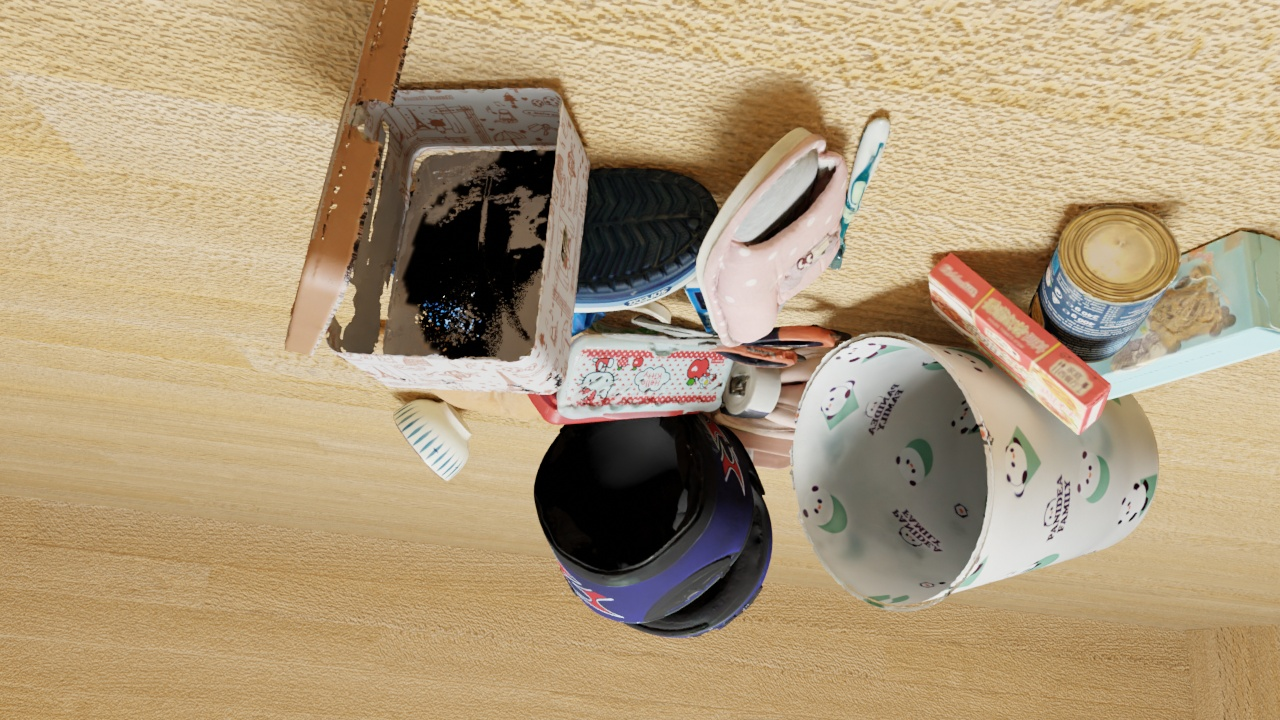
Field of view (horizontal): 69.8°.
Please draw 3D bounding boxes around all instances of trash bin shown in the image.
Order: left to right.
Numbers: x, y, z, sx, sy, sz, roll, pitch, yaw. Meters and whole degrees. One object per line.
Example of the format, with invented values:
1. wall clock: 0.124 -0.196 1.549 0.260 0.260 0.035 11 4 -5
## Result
1. trash bin: 0.304 0.091 0.822 0.251 0.229 0.230 0 166 -30

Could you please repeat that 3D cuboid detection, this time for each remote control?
1. remote control: 0.074 -0.048 0.807 0.049 0.024 0.125 0 161 16

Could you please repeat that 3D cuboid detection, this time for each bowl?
1. bowl: -0.268 0.096 1.222 0.066 0.116 0.116 -39 159 -6

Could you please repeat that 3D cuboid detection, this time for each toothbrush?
1. toothbrush: 0.146 -0.107 0.629 0.016 0.018 0.192 4 161 4

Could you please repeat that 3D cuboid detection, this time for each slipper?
1. slipper: -0.067 -0.072 0.658 0.253 0.105 0.095 2 156 15
2. slipper: 0.094 -0.066 0.639 0.054 0.114 0.274 42 169 14

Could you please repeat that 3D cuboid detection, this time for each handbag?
1. handbag: 0.181 0.057 1.012 0.193 0.093 0.235 22 162 -37

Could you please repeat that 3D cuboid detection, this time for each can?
1. can: 0.324 -0.052 0.649 0.075 0.075 0.111 1 160 13

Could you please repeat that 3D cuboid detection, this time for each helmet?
1. helmet: 0.030 0.186 1.010 0.240 0.247 0.315 51 -179 -31

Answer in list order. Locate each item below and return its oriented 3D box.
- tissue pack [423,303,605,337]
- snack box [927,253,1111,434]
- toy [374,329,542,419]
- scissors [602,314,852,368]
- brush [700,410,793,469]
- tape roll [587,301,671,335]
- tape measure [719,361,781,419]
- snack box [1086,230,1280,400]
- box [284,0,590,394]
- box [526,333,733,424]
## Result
1. tissue pack: -0.118 -0.052 0.811 0.157 0.052 0.095 20 154 -35
2. snack box: 0.284 -0.013 0.697 0.025 0.153 0.075 -43 152 2
3. toy: -0.181 0.013 0.986 0.226 0.082 0.143 7 156 4
4. scissors: 0.081 -0.017 0.826 0.226 0.015 0.189 -2 168 13
5. brush: 0.140 0.104 1.162 0.145 0.063 0.073 11 170 -16
6. tape roll: -0.013 -0.040 0.873 0.086 0.013 0.086 5 160 2
7. tape measure: 0.112 0.026 0.933 0.033 0.065 0.066 11 172 -26
8. snack box: 0.398 -0.028 0.696 0.051 0.074 0.175 12 160 -19
9. box: -0.126 -0.092 0.517 0.154 0.182 0.185 2 164 9
10. box: -0.004 0.005 0.884 0.201 0.095 0.102 -1 130 -39
